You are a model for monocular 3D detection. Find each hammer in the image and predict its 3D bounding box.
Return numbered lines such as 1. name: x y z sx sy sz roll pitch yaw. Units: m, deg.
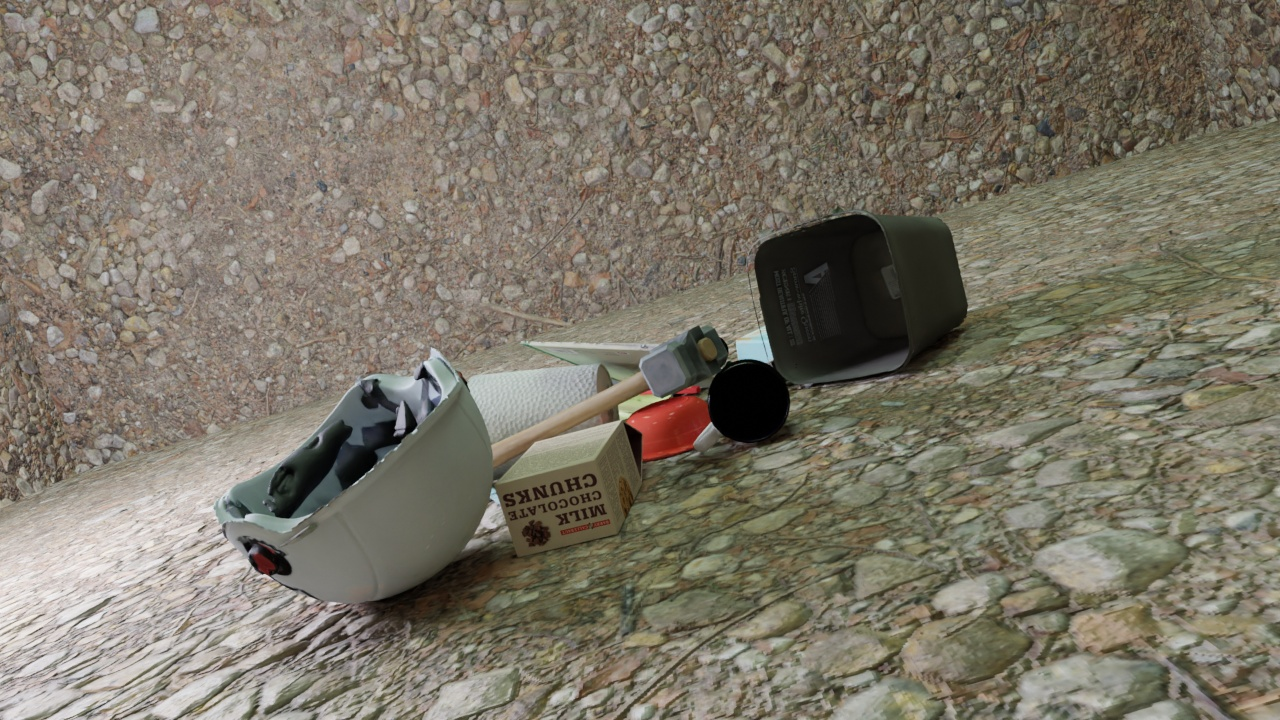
1. hammer: -0.059 0.054 0.980 0.324 0.051 0.117 -27 0 27

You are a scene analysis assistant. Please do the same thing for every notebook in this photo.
1. notebook: -0.007 0.007 1.137 0.182 0.010 0.252 2 -10 26

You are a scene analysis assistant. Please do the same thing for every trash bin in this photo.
1. trash bin: 0.285 -0.087 1.149 0.198 0.197 0.219 -11 4 43
2. trash bin: -0.115 0.069 1.117 0.161 0.133 0.133 -10 9 10

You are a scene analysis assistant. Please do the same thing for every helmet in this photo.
1. helmet: -0.227 0.121 0.814 0.265 0.164 0.235 -12 29 47

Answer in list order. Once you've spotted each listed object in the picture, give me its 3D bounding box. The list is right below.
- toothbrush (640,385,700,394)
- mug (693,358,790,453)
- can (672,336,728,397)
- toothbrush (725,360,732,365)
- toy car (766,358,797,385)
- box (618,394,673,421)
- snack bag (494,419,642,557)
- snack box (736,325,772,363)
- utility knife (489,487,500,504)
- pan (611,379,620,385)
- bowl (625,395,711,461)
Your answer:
1. toothbrush: -0.009 0.038 1.258 0.213 0.018 0.012 -3 18 37
2. mug: 0.102 0.052 0.977 0.119 0.085 0.100 -45 -1 7
3. can: 0.070 0.010 1.315 0.054 0.054 0.137 -8 20 48
4. toothbrush: 0.134 0.022 1.258 0.016 0.017 0.189 -15 11 0
5. toy car: 0.203 0.005 1.203 0.112 0.039 0.039 -23 -11 -42
6. box: -0.058 0.070 1.266 0.137 0.024 0.187 -21 15 -34
7. snack bag: -0.058 0.110 0.896 0.094 0.070 0.206 -15 8 12
8. snack box: 0.219 -0.030 1.324 0.075 0.053 0.174 -1 18 43
9. utility knife: -0.173 0.154 1.054 0.022 0.016 0.177 -25 14 -22
10. pan: 0.040 0.029 1.414 0.355 0.024 0.216 -14 9 18
11. bowl: 0.031 0.073 1.055 0.130 0.045 0.130 -16 8 2
